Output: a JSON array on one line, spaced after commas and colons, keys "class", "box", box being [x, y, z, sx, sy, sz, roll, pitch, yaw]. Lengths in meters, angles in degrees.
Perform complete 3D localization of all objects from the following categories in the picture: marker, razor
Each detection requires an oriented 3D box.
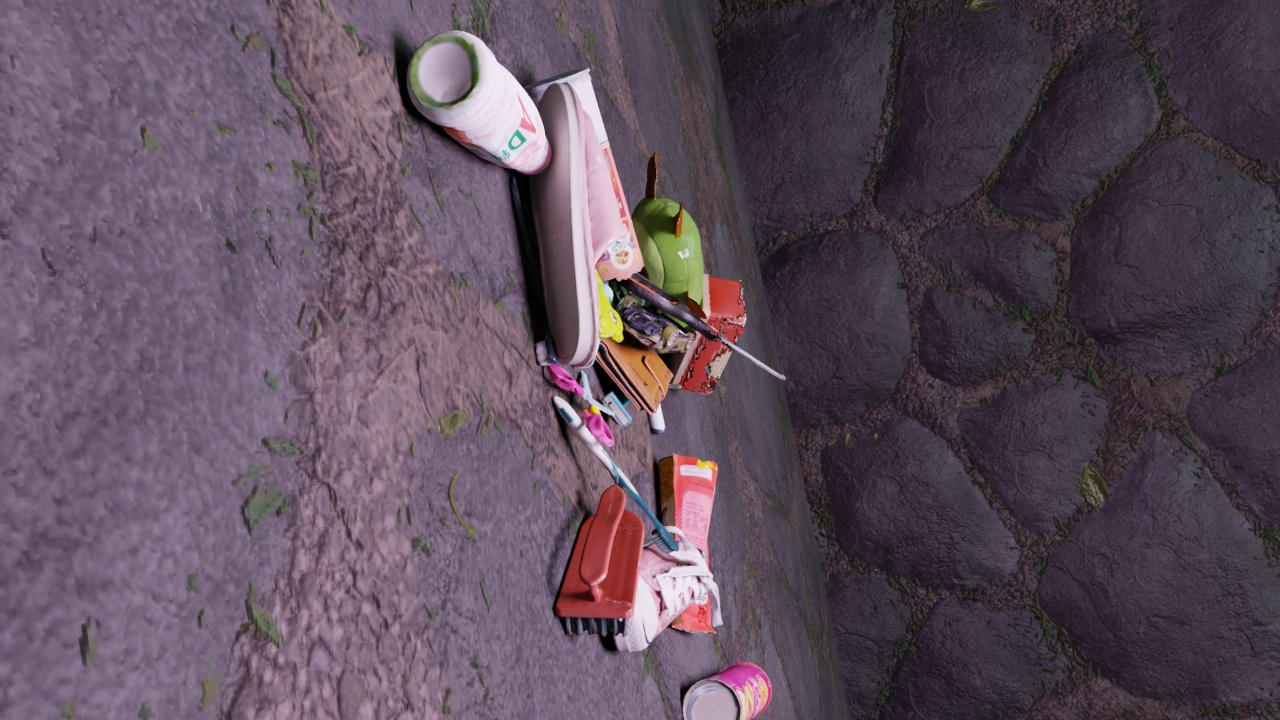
[{"class": "marker", "box": [0.012, 0.030, 1.168, 0.022, 0.018, 0.130, 34, 45, -83]}, {"class": "razor", "box": [-0.016, 0.042, 1.025, 0.043, 0.028, 0.132, 50, 17, -3]}]

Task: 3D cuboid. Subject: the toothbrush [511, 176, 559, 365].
[{"class": "toothbrush", "box": [-0.099, -0.082, 0.830, 0.015, 0.018, 0.181, 14, 63, -68]}]

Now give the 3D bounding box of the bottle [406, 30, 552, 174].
[{"class": "bottle", "box": [-0.118, -0.197, 0.745, 0.197, 0.068, 0.068, 20, 59, -77]}]

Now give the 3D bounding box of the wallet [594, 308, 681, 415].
[{"class": "wallet", "box": [-0.006, 0.006, 1.032, 0.119, 0.035, 0.130, 49, 19, -7]}]

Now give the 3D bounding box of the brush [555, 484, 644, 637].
[{"class": "brush", "box": [-0.029, 0.168, 0.795, 0.145, 0.063, 0.069, -75, 163, -64]}]

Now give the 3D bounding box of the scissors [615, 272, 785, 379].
[{"class": "scissors", "box": [0.070, -0.044, 1.061, 0.235, 0.022, 0.136, 30, 8, -22]}]

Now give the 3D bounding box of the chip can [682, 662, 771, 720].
[{"class": "chip can", "box": [0.110, 0.416, 1.127, 0.210, 0.071, 0.071, 38, 42, -69]}]

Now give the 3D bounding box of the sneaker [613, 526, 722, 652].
[{"class": "sneaker", "box": [0.029, 0.224, 0.927, 0.240, 0.088, 0.118, -3, 81, -76]}]

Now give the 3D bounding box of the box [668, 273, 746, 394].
[{"class": "box", "box": [0.098, -0.031, 1.276, 0.169, 0.079, 0.091, 111, -15, -47]}]

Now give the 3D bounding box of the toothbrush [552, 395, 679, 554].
[{"class": "toothbrush", "box": [-0.024, 0.109, 0.854, 0.191, 0.018, 0.016, 52, 18, -12]}]

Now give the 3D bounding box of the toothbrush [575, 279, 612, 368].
[{"class": "toothbrush", "box": [-0.046, -0.059, 0.992, 0.027, 0.027, 0.224, 34, 29, -13]}]

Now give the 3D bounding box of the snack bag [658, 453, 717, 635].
[{"class": "snack bag", "box": [0.061, 0.225, 1.122, 0.128, 0.073, 0.207, 44, 41, -59]}]

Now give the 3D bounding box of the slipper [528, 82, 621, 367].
[{"class": "slipper", "box": [-0.059, -0.128, 0.852, 0.114, 0.054, 0.274, -28, -116, 59]}]

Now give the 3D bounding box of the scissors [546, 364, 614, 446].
[{"class": "scissors", "box": [-0.055, 0.032, 0.869, 0.125, 0.017, 0.133, 48, 9, -24]}]

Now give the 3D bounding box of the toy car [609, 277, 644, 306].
[{"class": "toy car", "box": [-0.020, -0.107, 1.111, 0.043, 0.036, 0.091, -50, 122, -75]}]

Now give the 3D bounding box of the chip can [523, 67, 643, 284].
[{"class": "chip can", "box": [-0.057, -0.191, 0.967, 0.071, 0.071, 0.215, -72, 147, -64]}]

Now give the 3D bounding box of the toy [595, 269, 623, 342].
[{"class": "toy", "box": [-0.054, -0.063, 0.919, 0.096, 0.031, 0.100, 35, 30, -34]}]

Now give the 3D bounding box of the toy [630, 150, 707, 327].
[{"class": "toy", "box": [0.031, -0.129, 1.169, 0.247, 0.090, 0.226, 84, -17, -46]}]

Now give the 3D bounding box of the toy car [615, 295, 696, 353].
[{"class": "toy car", "box": [0.018, -0.034, 1.024, 0.070, 0.042, 0.158, 36, 11, 17]}]
